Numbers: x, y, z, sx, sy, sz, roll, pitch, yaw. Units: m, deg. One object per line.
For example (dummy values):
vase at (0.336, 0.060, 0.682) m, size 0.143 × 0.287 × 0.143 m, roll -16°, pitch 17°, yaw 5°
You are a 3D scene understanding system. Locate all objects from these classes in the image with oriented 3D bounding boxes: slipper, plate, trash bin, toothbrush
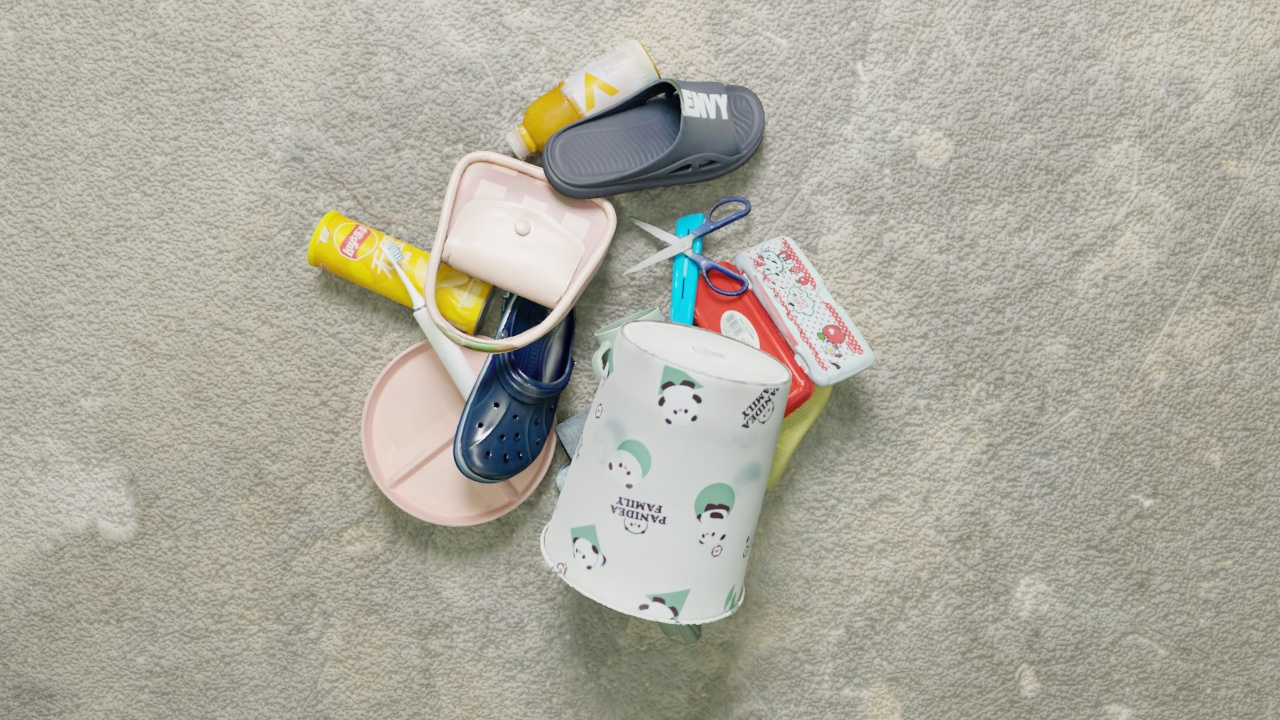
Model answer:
slipper at (0.024, -0.251, 1.012) m, size 0.268 × 0.083 × 0.110 m, roll -18°, pitch 78°, yaw -13°
plate at (-0.215, 0.082, 1.098) m, size 0.229 × 0.028 × 0.229 m, roll 1°, pitch 84°, yaw -6°
slipper at (-0.126, 0.022, 1.044) m, size 0.105 × 0.095 × 0.252 m, roll 25°, pitch 72°, yaw -25°
slipper at (0.155, 0.071, 1.092) m, size 0.091 × 0.082 × 0.190 m, roll 29°, pitch 79°, yaw 7°
trash bin at (0.033, 0.104, 0.962) m, size 0.229 × 0.229 × 0.252 m, roll 15°, pitch 106°, yaw -1°
toothbrush at (-0.234, -0.035, 1.048) m, size 0.026 × 0.027 × 0.221 m, roll -31°, pitch 105°, yaw -11°

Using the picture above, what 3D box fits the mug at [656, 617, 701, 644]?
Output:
mug at (0.038, 0.268, 1.092) m, size 0.084 × 0.124 × 0.103 m, roll -30°, pitch 93°, yaw 4°

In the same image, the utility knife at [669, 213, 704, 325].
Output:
utility knife at (0.052, -0.083, 1.073) m, size 0.034 × 0.018 × 0.191 m, roll 4°, pitch 75°, yaw 6°

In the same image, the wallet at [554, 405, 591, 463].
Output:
wallet at (-0.039, 0.110, 1.112) m, size 0.097 × 0.019 × 0.121 m, roll -28°, pitch 95°, yaw -22°

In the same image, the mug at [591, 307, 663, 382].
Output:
mug at (-0.006, 0.006, 1.072) m, size 0.111 × 0.082 × 0.106 m, roll -29°, pitch 101°, yaw -41°

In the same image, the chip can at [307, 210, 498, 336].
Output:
chip can at (-0.278, -0.102, 1.081) m, size 0.213 × 0.072 × 0.072 m, roll 24°, pitch 96°, yaw -3°

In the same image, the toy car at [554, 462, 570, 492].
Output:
toy car at (-0.063, 0.173, 1.128) m, size 0.049 × 0.031 × 0.105 m, roll -33°, pitch 96°, yaw 4°

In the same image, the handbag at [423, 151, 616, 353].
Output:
handbag at (-0.147, -0.106, 1.016) m, size 0.193 × 0.094 × 0.233 m, roll 22°, pitch 62°, yaw 0°

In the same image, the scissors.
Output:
scissors at (0.063, -0.133, 1.069) m, size 0.176 × 0.012 × 0.162 m, roll -36°, pitch 72°, yaw -5°

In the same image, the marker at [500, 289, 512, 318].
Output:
marker at (-0.154, -0.074, 1.097) m, size 0.022 × 0.020 × 0.132 m, roll 8°, pitch 84°, yaw -31°

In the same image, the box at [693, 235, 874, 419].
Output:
box at (0.154, -0.041, 1.055) m, size 0.161 × 0.060 × 0.201 m, roll -32°, pitch 65°, yaw 4°

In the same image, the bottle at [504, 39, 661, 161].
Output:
bottle at (-0.068, -0.295, 1.058) m, size 0.189 × 0.068 × 0.068 m, roll -32°, pitch 95°, yaw 4°
